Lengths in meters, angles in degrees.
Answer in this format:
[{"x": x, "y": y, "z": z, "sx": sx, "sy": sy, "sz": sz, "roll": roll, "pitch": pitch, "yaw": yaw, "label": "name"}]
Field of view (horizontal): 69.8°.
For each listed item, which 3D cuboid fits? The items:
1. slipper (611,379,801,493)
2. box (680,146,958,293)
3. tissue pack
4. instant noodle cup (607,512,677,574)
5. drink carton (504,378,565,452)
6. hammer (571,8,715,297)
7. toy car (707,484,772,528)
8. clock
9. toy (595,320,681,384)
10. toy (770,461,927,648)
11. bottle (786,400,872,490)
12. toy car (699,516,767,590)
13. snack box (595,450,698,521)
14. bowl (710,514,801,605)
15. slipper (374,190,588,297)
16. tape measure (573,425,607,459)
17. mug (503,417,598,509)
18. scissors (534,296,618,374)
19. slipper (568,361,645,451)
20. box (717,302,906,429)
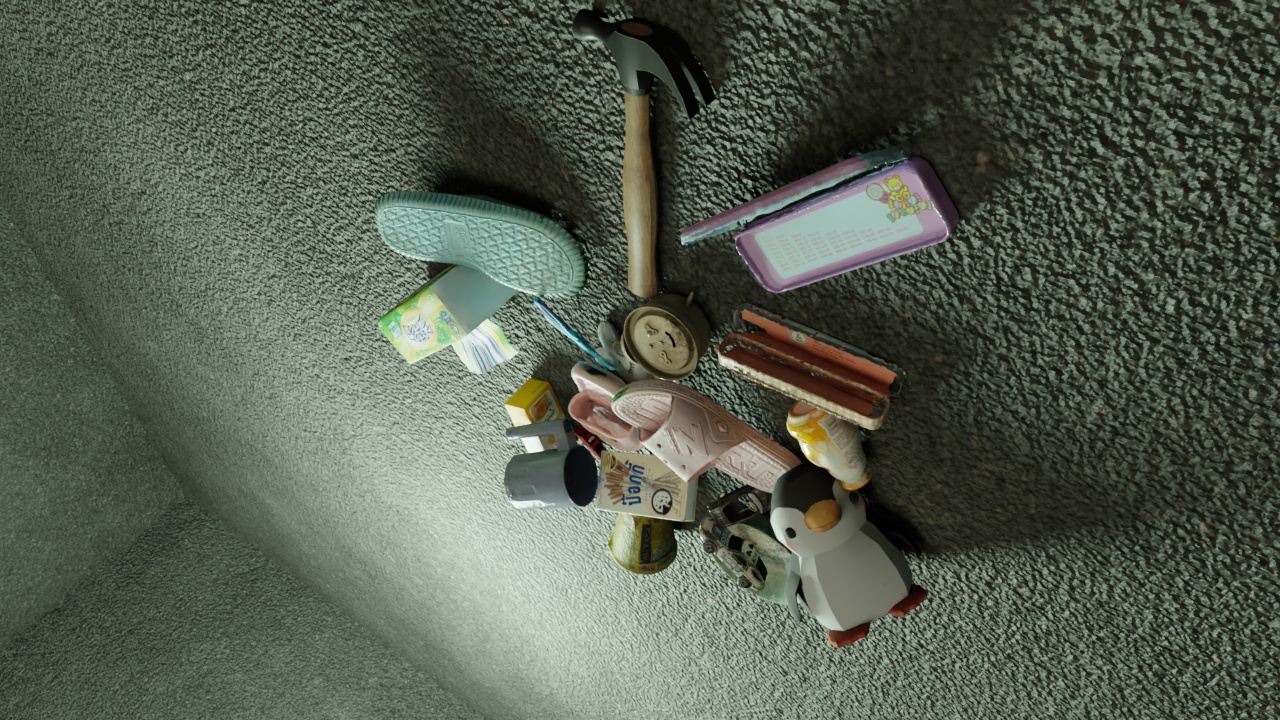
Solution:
[{"x": 0.076, "y": 0.100, "z": 1.047, "sx": 0.239, "sy": 0.064, "sz": 0.094, "roll": 28, "pitch": 141, "yaw": -9, "label": "slipper"}, {"x": 0.147, "y": -0.123, "z": 0.785, "sx": 0.140, "sy": 0.062, "sz": 0.215, "roll": 20, "pitch": 159, "yaw": -33, "label": "box"}, {"x": -0.238, "y": -0.045, "z": 1.217, "sx": 0.141, "sy": 0.120, "sz": 0.198, "roll": 53, "pitch": 151, "yaw": -13, "label": "tissue pack"}, {"x": 0.005, "y": 0.231, "z": 1.297, "sx": 0.102, "sy": 0.102, "sz": 0.108, "roll": 25, "pitch": 134, "yaw": 25, "label": "instant noodle cup"}, {"x": -0.140, "y": 0.093, "z": 1.312, "sx": 0.040, "sy": 0.058, "sz": 0.122, "roll": 11, "pitch": 135, "yaw": 38, "label": "drink carton"}, {"x": 0.004, "y": -0.178, "z": 0.893, "sx": 0.132, "sy": 0.040, "sz": 0.306, "roll": 29, "pitch": 145, "yaw": 25, "label": "hammer"}, {"x": 0.129, "y": 0.177, "z": 1.131, "sx": 0.092, "sy": 0.037, "sz": 0.040, "roll": -29, "pitch": 107, "yaw": 21, "label": "toy car"}, {"x": 0.021, "y": -0.027, "z": 1.024, "sx": 0.141, "sy": 0.054, "sz": 0.093, "roll": -15, "pitch": 112, "yaw": 44, "label": "clock"}, {"x": -0.007, "y": 0.006, "z": 1.102, "sx": 0.125, "sy": 0.037, "sz": 0.076, "roll": 33, "pitch": 149, "yaw": 21, "label": "toy"}, {"x": 0.213, "y": 0.198, "z": 1.034, "sx": 0.184, "sy": 0.159, "sz": 0.140, "roll": 61, "pitch": 180, "yaw": -9, "label": "toy"}, {"x": 0.201, "y": 0.086, "z": 0.961, "sx": 0.063, "sy": 0.063, "sz": 0.109, "roll": -13, "pitch": 119, "yaw": 51, "label": "bottle"}, {"x": 0.119, "y": 0.241, "z": 1.157, "sx": 0.113, "sy": 0.048, "sz": 0.041, "roll": 44, "pitch": 115, "yaw": -3, "label": "toy car"}, {"x": 0.007, "y": 0.165, "z": 1.217, "sx": 0.150, "sy": 0.082, "sz": 0.026, "roll": 1, "pitch": 172, "yaw": 38, "label": "snack box"}, {"x": 0.161, "y": 0.253, "z": 1.204, "sx": 0.157, "sy": 0.038, "sz": 0.158, "roll": 27, "pitch": 143, "yaw": 22, "label": "bowl"}, {"x": -0.184, "y": -0.150, "z": 1.080, "sx": 0.276, "sy": 0.069, "sz": 0.116, "roll": 14, "pitch": 135, "yaw": 14, "label": "slipper"}, {"x": -0.067, "y": 0.119, "z": 1.284, "sx": 0.051, "sy": 0.019, "sz": 0.059, "roll": 51, "pitch": 168, "yaw": -24, "label": "tape measure"}, {"x": -0.128, "y": 0.143, "z": 1.258, "sx": 0.104, "sy": 0.083, "sz": 0.124, "roll": -10, "pitch": 101, "yaw": 30, "label": "mug"}, {"x": -0.077, "y": -0.029, "z": 1.081, "sx": 0.140, "sy": 0.013, "sz": 0.113, "roll": 41, "pitch": 173, "yaw": 30, "label": "scissors"}, {"x": -0.042, "y": 0.066, "z": 1.159, "sx": 0.107, "sy": 0.055, "sz": 0.222, "roll": 28, "pitch": 160, "yaw": 17, "label": "slipper"}, {"x": 0.165, "y": 0.006, "z": 0.916, "sx": 0.187, "sy": 0.054, "sz": 0.076, "roll": 23, "pitch": 110, "yaw": 24, "label": "box"}]
